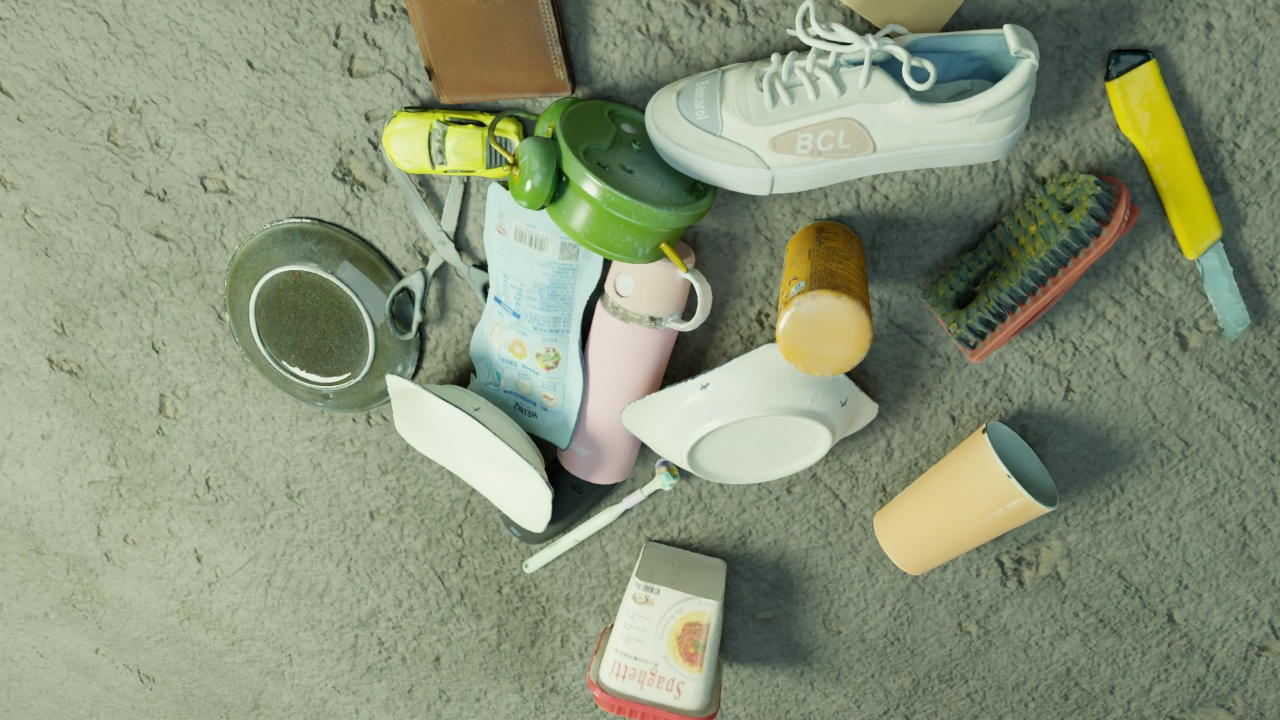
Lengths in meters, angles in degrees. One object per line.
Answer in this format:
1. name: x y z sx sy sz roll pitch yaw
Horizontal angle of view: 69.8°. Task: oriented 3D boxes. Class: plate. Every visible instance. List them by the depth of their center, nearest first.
1. plate: 0.085 0.053 0.682 0.164 0.034 0.164 -25 144 26
2. plate: -0.132 0.069 0.751 0.164 0.034 0.164 35 154 7
3. plate: -0.273 -0.030 0.771 0.179 0.024 0.180 5 117 9

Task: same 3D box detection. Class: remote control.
1. remote control: -0.072 0.122 0.805 0.053 0.024 0.137 44 117 -10

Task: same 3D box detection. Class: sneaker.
1. sneaker: 0.120 -0.165 0.567 0.242 0.089 0.091 -2 156 8

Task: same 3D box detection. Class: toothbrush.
1. toothbrush: -0.040 0.143 0.813 0.190 0.029 0.020 -37 145 27

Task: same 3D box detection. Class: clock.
1. clock: -0.026 -0.127 0.621 0.161 0.115 0.056 28 129 -6

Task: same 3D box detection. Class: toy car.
1. toy car: -0.137 -0.157 0.668 0.105 0.032 0.048 4 114 3

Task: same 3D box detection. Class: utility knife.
1. utility knife: 0.356 -0.105 0.604 0.033 0.015 0.223 -25 106 21

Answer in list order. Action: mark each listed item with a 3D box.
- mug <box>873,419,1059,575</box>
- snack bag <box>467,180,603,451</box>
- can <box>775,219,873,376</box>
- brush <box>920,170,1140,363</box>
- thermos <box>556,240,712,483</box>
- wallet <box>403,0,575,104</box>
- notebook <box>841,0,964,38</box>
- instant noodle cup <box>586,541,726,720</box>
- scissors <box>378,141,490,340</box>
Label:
1. mug: 0.244 0.111 0.708 0.078 0.078 0.123 41 122 -10
2. snack bag: -0.083 -0.033 0.698 0.110 0.038 0.191 18 114 19
3. can: 0.122 -0.046 0.610 0.058 0.145 0.058 5 117 9
4. brush: 0.268 -0.065 0.623 0.069 0.063 0.146 23 122 -35
5. thermos: -0.004 0.004 0.702 0.087 0.067 0.199 36 123 28
6. wallet: -0.104 -0.232 0.618 0.101 0.032 0.125 -5 131 9
7. notebook: 0.138 -0.278 0.511 0.207 0.008 0.148 18 123 -32
8. instant noodle cup: 0.024 0.235 0.800 0.116 0.116 0.124 14 106 5
9. scissors: -0.157 -0.087 0.720 0.160 0.014 0.181 -38 106 15
